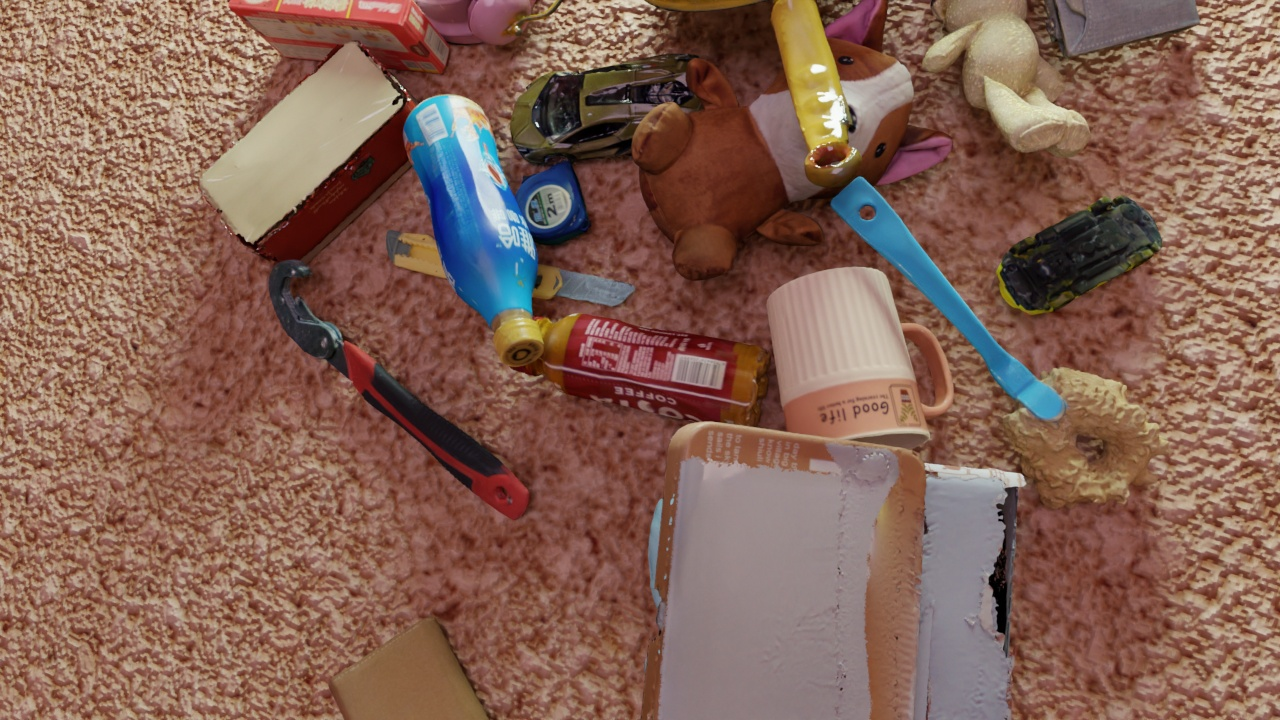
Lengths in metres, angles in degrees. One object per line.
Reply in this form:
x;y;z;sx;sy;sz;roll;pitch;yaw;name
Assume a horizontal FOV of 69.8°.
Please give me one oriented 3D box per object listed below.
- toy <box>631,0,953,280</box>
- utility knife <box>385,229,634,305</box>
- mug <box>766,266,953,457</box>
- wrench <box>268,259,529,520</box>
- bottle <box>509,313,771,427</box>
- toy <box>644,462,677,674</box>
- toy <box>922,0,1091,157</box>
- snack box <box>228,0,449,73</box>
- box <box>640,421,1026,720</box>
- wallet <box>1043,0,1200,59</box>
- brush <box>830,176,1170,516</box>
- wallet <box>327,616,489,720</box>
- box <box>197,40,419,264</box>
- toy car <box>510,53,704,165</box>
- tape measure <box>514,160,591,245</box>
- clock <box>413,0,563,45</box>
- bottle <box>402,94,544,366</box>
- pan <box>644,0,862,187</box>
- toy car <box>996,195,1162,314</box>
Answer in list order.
0.094;-0.143;0.595;0.199;0.130;0.140;-24;102;-3;toy
-0.102;-0.066;0.679;0.205;0.021;0.031;13;87;11;utility knife
0.141;0.005;0.575;0.114;0.082;0.105;-3;72;-17;mug
-0.182;0.021;0.669;0.273;0.016;0.056;40;120;15;wrench
-0.004;0.004;0.616;0.175;0.057;0.057;12;81;15;bottle
0.054;0.138;0.578;0.161;0.050;0.156;-39;79;1;toy
0.235;-0.187;0.583;0.105;0.066;0.157;1;54;-13;toy
-0.233;-0.259;0.716;0.153;0.075;0.025;11;81;15;snack box
0.119;0.136;0.470;0.134;0.270;0.179;-2;77;43;box
0.297;-0.266;0.583;0.106;0.037;0.129;-16;93;-14;wallet
0.209;-0.010;0.547;0.083;0.045;0.254;-43;90;9;brush
-0.149;0.244;0.613;0.090;0.033;0.115;-35;72;1;wallet
-0.249;-0.159;0.698;0.168;0.076;0.091;-42;73;1;box
-0.023;-0.182;0.670;0.158;0.042;0.070;-6;77;15;toy car
-0.065;-0.112;0.672;0.054;0.025;0.058;-19;71;10;tape measure
-0.123;-0.306;0.709;0.158;0.060;0.117;25;86;15;clock
-0.110;-0.091;0.634;0.065;0.065;0.218;-27;60;6;bottle
0.090;-0.235;0.571;0.198;0.078;0.356;-14;42;14;pan
0.275;-0.065;0.579;0.105;0.032;0.048;-28;73;-6;toy car
